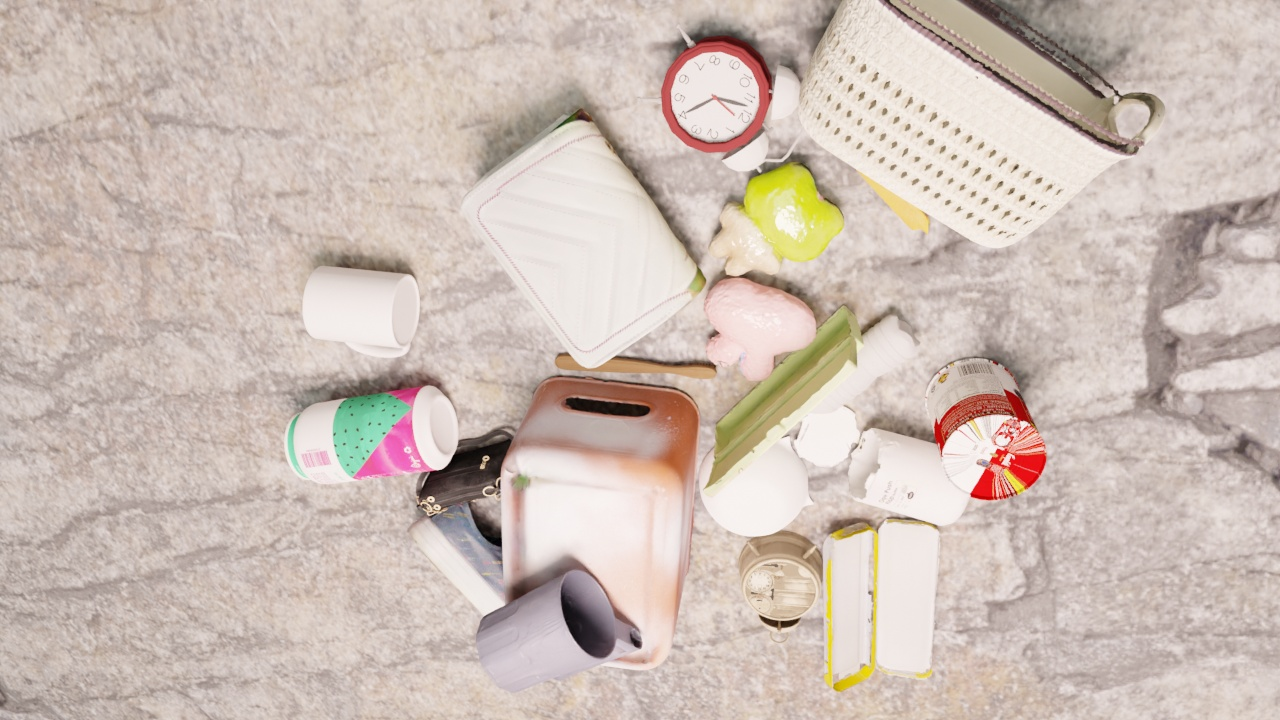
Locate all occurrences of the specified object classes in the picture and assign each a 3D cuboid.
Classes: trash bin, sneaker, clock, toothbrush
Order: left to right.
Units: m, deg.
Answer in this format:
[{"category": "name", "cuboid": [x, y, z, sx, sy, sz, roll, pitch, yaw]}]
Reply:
[{"category": "sneaker", "cuboid": [-0.161, 0.248, 1.049, 0.079, 0.087, 0.235, -42, 109, -11]}, {"category": "trash bin", "cuboid": [-0.041, 0.167, 0.932, 0.181, 0.157, 0.260, 6, 116, 7]}, {"category": "toothbrush", "cuboid": [-0.005, 0.005, 0.927, 0.167, 0.016, 0.016, 4, 116, 10]}, {"category": "clock", "cuboid": [0.076, -0.221, 0.784, 0.137, 0.048, 0.096, 30, 117, -4]}, {"category": "clock", "cuboid": [0.152, 0.253, 0.995, 0.093, 0.054, 0.141, 2, 113, 9]}]

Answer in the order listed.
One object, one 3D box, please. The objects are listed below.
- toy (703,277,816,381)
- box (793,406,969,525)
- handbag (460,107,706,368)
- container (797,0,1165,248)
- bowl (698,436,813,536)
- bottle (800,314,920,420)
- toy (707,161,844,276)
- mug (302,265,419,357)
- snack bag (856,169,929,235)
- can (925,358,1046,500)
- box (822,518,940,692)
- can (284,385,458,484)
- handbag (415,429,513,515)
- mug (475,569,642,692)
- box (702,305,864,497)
[{"category": "toy", "cuboid": [0.107, -0.027, 0.873, 0.108, 0.053, 0.105, 21, 128, -1]}, {"category": "box", "cuboid": [0.232, 0.104, 0.898, 0.165, 0.094, 0.084, 15, 120, -8]}, {"category": "handbag", "cuboid": [-0.050, -0.112, 0.837, 0.142, 0.096, 0.198, -33, 105, 8]}, {"category": "container", "cuboid": [0.241, -0.203, 0.698, 0.251, 0.184, 0.144, 31, 128, -4]}, {"category": "bowl", "cuboid": [0.115, 0.138, 0.948, 0.115, 0.050, 0.115, 4, 116, 8]}, {"category": "bottle", "cuboid": [0.200, 0.011, 0.875, 0.136, 0.044, 0.044, -40, 103, 24]}, {"category": "toy", "cuboid": [0.117, -0.120, 0.829, 0.118, 0.043, 0.092, -35, 104, 25]}, {"category": "mug", "cuboid": [-0.276, -0.042, 0.928, 0.090, 0.073, 0.111, 6, 142, 7]}, {"category": "snack bag", "cuboid": [0.221, -0.149, 0.806, 0.099, 0.026, 0.020, 44, 115, -10]}, {"category": "can", "cuboid": [0.312, 0.060, 0.839, 0.087, 0.116, 0.087, 4, 116, 8]}, {"category": "box", "cuboid": [0.257, 0.265, 0.990, 0.128, 0.045, 0.210, -6, 114, -2]}, {"category": "can", "cuboid": [-0.283, 0.080, 0.970, 0.166, 0.088, 0.088, -9, 113, 14]}, {"category": "handbag", "cuboid": [-0.184, 0.124, 0.979, 0.129, 0.079, 0.054, -16, 114, 19]}, {"category": "mug", "cuboid": [-0.075, 0.261, 0.860, 0.104, 0.083, 0.124, -30, 134, 22]}, {"category": "box", "cuboid": [0.131, 0.040, 0.851, 0.030, 0.138, 0.188, 39, 114, -10]}]
